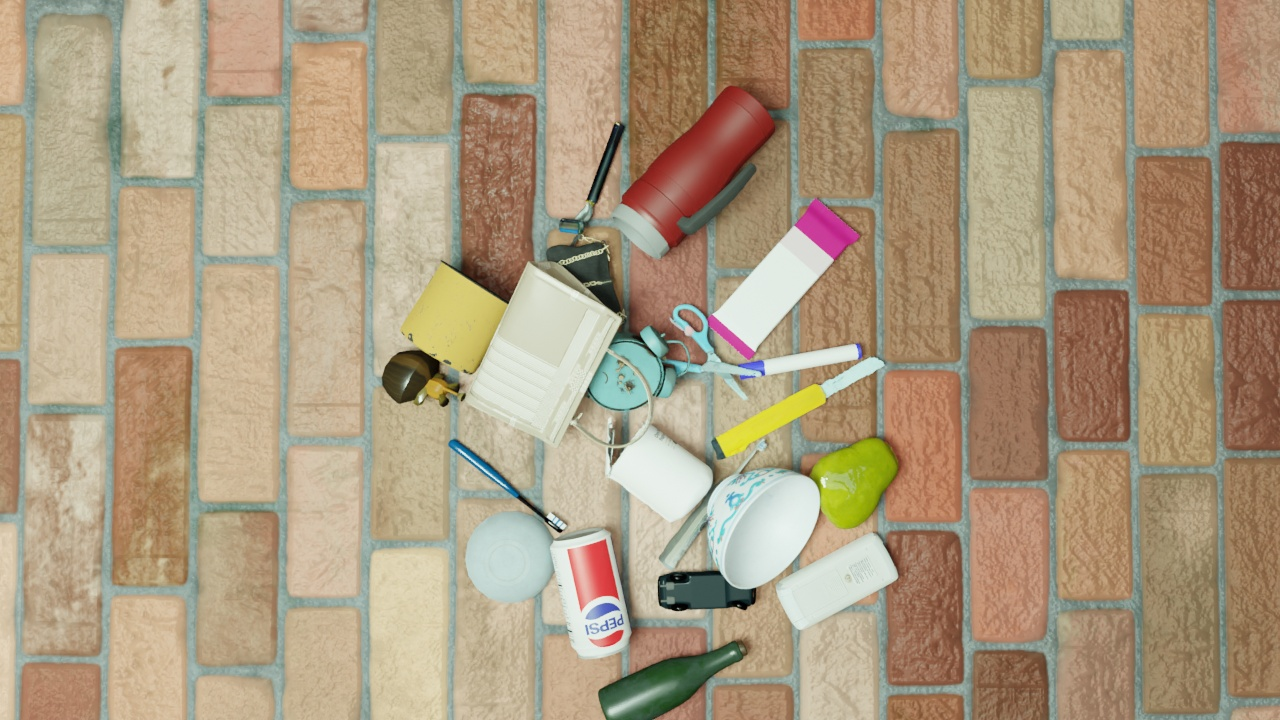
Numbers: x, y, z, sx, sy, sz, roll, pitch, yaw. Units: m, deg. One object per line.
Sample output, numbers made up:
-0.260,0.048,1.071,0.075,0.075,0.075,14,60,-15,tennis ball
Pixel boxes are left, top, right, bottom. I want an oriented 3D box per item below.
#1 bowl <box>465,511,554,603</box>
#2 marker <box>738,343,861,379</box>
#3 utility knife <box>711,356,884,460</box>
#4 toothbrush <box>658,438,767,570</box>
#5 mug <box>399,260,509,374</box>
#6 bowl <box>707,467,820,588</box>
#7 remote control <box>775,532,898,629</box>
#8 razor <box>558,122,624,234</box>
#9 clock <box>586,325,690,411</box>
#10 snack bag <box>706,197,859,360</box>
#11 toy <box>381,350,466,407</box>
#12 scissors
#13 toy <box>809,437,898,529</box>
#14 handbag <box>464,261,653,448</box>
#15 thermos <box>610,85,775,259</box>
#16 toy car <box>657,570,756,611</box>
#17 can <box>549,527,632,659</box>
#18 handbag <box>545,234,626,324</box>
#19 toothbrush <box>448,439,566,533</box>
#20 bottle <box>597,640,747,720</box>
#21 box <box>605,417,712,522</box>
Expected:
-0.150,0.228,1.048,0.106,0.039,0.106,0,88,-1,bowl
0.185,0.001,1.068,0.141,0.020,0.020,-10,88,-1,marker
0.183,0.054,1.067,0.224,0.019,0.030,-28,95,3,utility knife
0.085,0.163,1.062,0.024,0.022,0.185,37,88,36,toothbrush
-0.213,-0.050,1.033,0.124,0.100,0.094,33,90,37,mug
0.123,0.173,1.024,0.144,0.144,0.074,-53,47,-2,bowl
0.227,0.254,1.058,0.138,0.025,0.060,-27,89,-3,remote control
-0.050,-0.211,1.072,0.022,0.043,0.144,29,82,-43,razor
-0.006,0.006,1.035,0.124,0.053,0.090,-14,117,-1,clock
0.166,-0.095,1.072,0.070,0.016,0.196,41,88,5,snack bag
-0.243,0.025,1.043,0.100,0.063,0.076,24,51,14,toy
0.067,0.008,1.060,0.111,0.015,0.140,-41,75,4,scissors
0.249,0.136,1.049,0.110,0.051,0.090,-34,91,-4,toy
-0.070,0.018,0.988,0.198,0.062,0.176,34,109,19,handbag
0.067,-0.206,1.034,0.198,0.084,0.108,-48,52,-4,thermos
0.076,0.263,1.052,0.112,0.034,0.046,-2,88,0,toy car
-0.055,0.260,1.033,0.070,0.070,0.132,-13,88,-1,can
-0.064,-0.083,1.058,0.079,0.054,0.128,-12,86,-12,handbag
-0.155,0.145,1.062,0.168,0.014,0.014,38,77,2,toothbrush
0.040,0.362,1.039,0.174,0.055,0.055,-25,89,-3,bottle
0.005,0.120,1.035,0.143,0.080,0.089,39,103,2,box
